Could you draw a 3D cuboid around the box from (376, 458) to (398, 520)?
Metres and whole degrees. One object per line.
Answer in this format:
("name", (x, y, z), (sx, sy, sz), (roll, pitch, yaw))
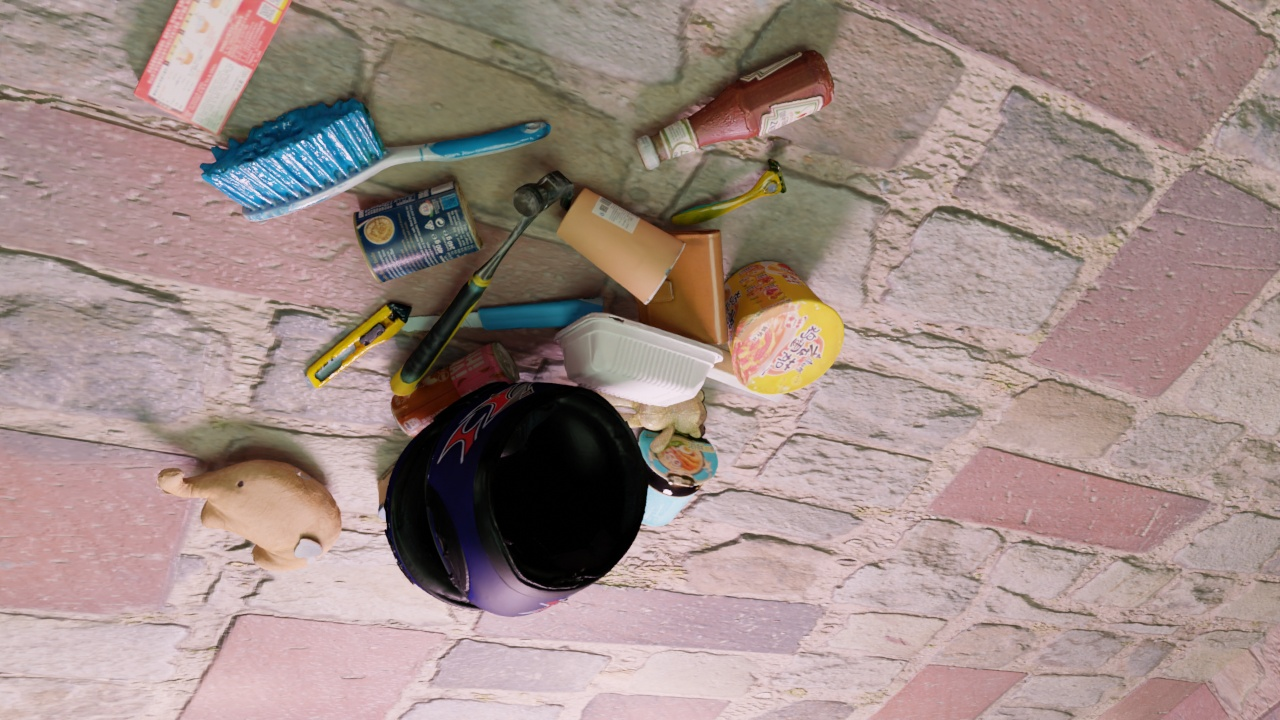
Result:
("box", (-0.249, 0.137, 1.155), (0.089, 0.061, 0.185), (29, 117, -35))

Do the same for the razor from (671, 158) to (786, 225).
("razor", (0.097, -0.178, 1.023), (0.132, 0.028, 0.043), (-22, 135, 4))

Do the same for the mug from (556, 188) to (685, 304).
("mug", (-0.023, -0.125, 0.973), (0.123, 0.078, 0.078), (33, 116, -6))

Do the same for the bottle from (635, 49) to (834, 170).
("bottle", (0.094, -0.250, 0.937), (0.206, 0.059, 0.060), (-23, 132, 3))

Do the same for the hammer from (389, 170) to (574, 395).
("hammer", (-0.174, -0.076, 0.975), (0.032, 0.125, 0.324), (43, 119, -1))

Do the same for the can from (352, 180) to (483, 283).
("can", (-0.223, -0.131, 0.929), (0.111, 0.075, 0.075), (-18, 132, -2))

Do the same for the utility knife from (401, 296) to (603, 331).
("utility knife", (-0.159, -0.050, 1.053), (0.236, 0.018, 0.034), (-4, 118, -10))

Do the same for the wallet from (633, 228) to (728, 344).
("wallet", (0.044, -0.083, 1.040), (0.108, 0.031, 0.132), (2, 114, 20))

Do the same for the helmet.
("helmet", (-0.152, 0.153, 0.979), (0.241, 0.314, 0.247), (-19, 92, 28))

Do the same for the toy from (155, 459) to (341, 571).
("toy", (-0.462, 0.171, 1.104), (0.143, 0.082, 0.226), (-36, 128, 2))

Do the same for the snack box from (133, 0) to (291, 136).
("snack box", (-0.370, -0.276, 0.795), (0.075, 0.025, 0.153), (26, 117, -31))

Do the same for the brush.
("brush", (-0.247, -0.206, 0.879), (0.314, 0.060, 0.109), (-22, 137, -1))

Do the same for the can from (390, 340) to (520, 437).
("can", (-0.218, 0.034, 1.079), (0.147, 0.057, 0.058), (-28, 131, 7))

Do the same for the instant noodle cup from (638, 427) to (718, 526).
("instant noodle cup", (0.031, 0.160, 1.236), (0.111, 0.111, 0.121), (7, 134, -22))

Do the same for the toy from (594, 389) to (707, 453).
("toy", (0.010, 0.066, 1.181), (0.157, 0.066, 0.105), (4, 85, -15))

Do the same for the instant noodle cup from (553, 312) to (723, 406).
("instant noodle cup", (-0.006, 0.006, 1.067), (0.173, 0.060, 0.138), (15, 162, -23))

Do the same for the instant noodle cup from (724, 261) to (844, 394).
("instant noodle cup", (0.158, -0.046, 1.095), (0.138, 0.109, 0.138), (-9, 131, -10))

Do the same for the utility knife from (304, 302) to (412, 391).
("utility knife", (-0.321, -0.013, 1.034), (0.164, 0.015, 0.033), (-36, 121, 15))

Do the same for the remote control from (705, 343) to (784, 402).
("remote control", (0.122, 0.014, 1.169), (0.135, 0.056, 0.019), (19, 121, -30))
